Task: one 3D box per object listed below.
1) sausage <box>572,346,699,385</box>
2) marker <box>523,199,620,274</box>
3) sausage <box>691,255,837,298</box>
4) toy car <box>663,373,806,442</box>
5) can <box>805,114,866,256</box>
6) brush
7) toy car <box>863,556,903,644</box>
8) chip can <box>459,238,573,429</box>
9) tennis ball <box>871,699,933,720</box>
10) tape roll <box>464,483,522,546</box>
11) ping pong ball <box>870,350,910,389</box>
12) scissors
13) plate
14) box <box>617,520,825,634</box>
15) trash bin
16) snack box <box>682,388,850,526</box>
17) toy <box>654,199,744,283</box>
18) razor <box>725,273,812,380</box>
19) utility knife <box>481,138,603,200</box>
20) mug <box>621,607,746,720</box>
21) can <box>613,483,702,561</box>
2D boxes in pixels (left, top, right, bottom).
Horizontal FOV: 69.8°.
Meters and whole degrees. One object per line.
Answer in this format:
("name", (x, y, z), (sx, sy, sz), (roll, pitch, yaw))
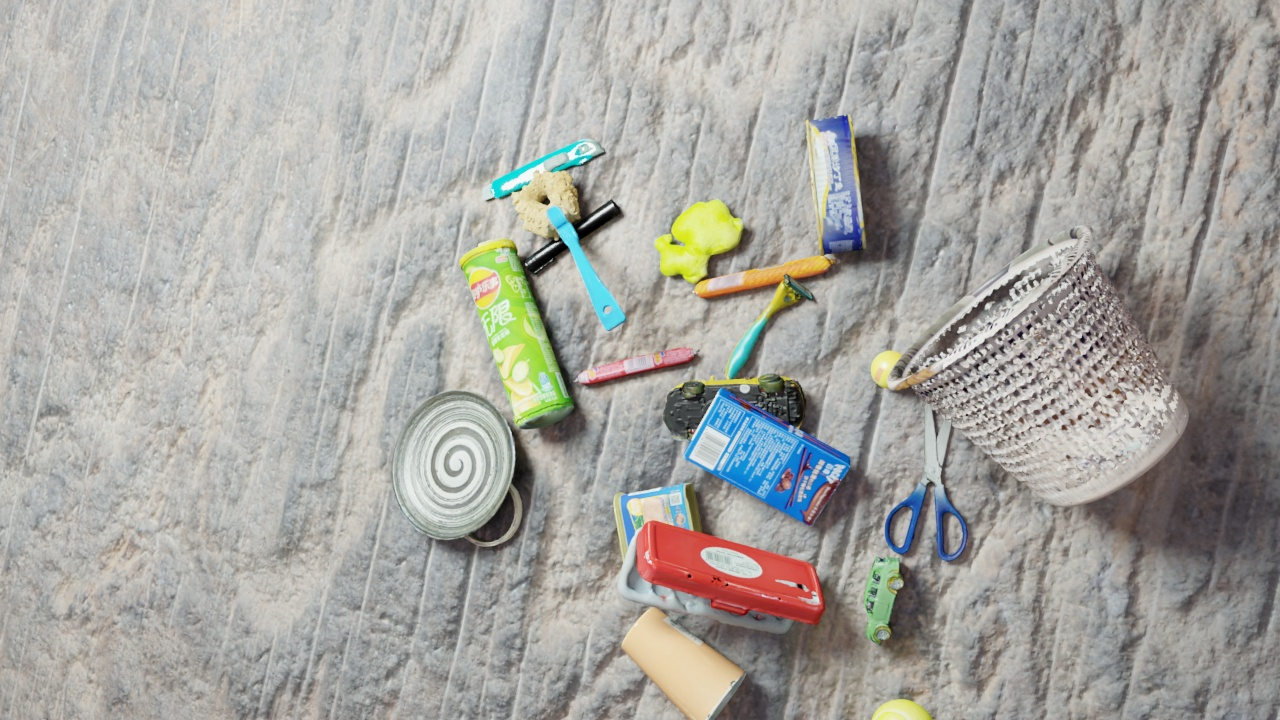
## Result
("sausage", (-0.006, 0.006, 1.056), (0.156, 0.020, 0.020), (-13, 82, 15))
("marker", (-0.081, -0.146, 1.089), (0.132, 0.020, 0.022), (-33, 86, 12))
("sausage", (0.136, -0.092, 1.019), (0.165, 0.021, 0.021), (-11, 83, 16))
("toy car", (0.102, 0.051, 1.003), (0.156, 0.041, 0.071), (-4, 106, 14))
("can", (0.208, -0.187, 0.977), (0.049, 0.074, 0.148), (-7, 84, 13))
("brush", (-0.077, -0.129, 1.035), (0.083, 0.046, 0.254), (-33, 55, 4))
("toy car", (0.250, 0.247, 0.949), (0.036, 0.043, 0.091), (10, 87, 14))
("chip can", (-0.144, -0.028, 1.072), (0.073, 0.072, 0.221), (-24, 79, 14))
("tennis ball", (0.264, 0.375, 0.923), (0.065, 0.065, 0.065), (-1, 85, 17))
("tape roll", (-0.183, 0.179, 1.099), (0.086, 0.014, 0.085), (-1, 86, 17))
("ping pong ball", (0.262, 0.010, 0.963), (0.040, 0.040, 0.040), (-1, 85, 17))
("scissors", (0.295, 0.126, 0.961), (0.141, 0.012, 0.171), (-26, 78, 13))
("plate", (-0.222, 0.125, 1.100), (0.180, 0.024, 0.179), (-6, 75, 23))
("box", (0.080, 0.237, 0.951), (0.201, 0.095, 0.099), (17, 120, -13))
("trash bin", (0.379, 0.019, 0.852), (0.228, 0.227, 0.192), (-42, 88, 10))
("snack box", (0.133, 0.103, 0.975), (0.157, 0.026, 0.085), (28, 112, 4))
("toy", (0.064, -0.138, 1.039), (0.097, 0.031, 0.100), (17, 91, 19))
("razor", (0.133, -0.033, 1.012), (0.133, 0.043, 0.028), (-54, 35, 9))
("utility knife", (-0.122, -0.230, 1.111), (0.165, 0.013, 0.029), (-21, 79, 14))
("mug", (0.043, 0.327, 0.991), (0.123, 0.078, 0.078), (37, 97, 20))
("can", (0.023, 0.190, 1.015), (0.083, 0.057, 0.102), (-12, 83, 13))
